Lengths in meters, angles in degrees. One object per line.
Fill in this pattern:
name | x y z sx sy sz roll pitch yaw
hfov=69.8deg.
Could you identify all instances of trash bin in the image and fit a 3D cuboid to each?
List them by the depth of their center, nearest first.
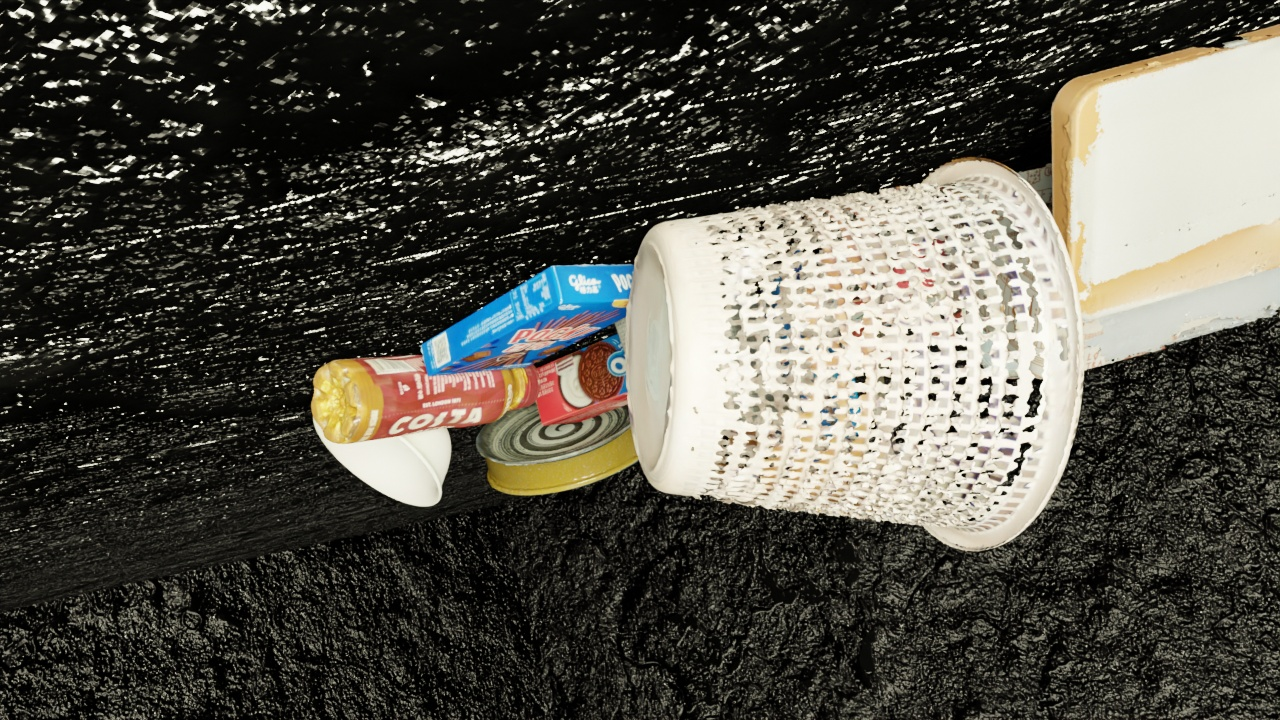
trash bin | 0.097 -0.002 0.523 0.192 0.227 0.228 -1 168 -11

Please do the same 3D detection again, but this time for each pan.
pan | -0.043 0.072 1.066 0.198 0.078 0.356 -7 -162 23

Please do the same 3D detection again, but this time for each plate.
plate | -0.075 0.066 0.923 0.179 0.024 0.179 -14 -159 5

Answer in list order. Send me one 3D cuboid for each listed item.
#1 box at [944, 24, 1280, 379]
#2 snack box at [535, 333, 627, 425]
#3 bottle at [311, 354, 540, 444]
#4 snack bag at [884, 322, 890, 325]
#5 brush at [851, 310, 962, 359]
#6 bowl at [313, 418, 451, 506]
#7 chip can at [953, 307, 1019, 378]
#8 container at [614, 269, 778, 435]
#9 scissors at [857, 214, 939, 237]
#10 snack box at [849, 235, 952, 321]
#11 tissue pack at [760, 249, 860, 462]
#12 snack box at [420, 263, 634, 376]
box | 0.292 -0.109 0.544 0.183 0.193 0.156 -14 -147 -7
snack box | -0.005 0.005 0.816 0.208 0.057 0.058 -21 167 36
bottle | -0.150 0.023 0.676 0.058 0.057 0.174 -23 169 40
snack bag | 0.266 -0.052 1.025 0.048 0.026 0.104 -6 175 22
brush | 0.248 -0.049 0.824 0.146 0.069 0.063 -24 172 1
bowl | -0.192 0.054 0.733 0.119 0.118 0.064 -26 -155 52
chip can | 0.356 -0.039 0.924 0.071 0.071 0.214 -18 -173 16
container | 0.044 -0.002 0.665 0.090 0.114 0.090 -19 171 25
scissors | 0.233 -0.098 0.721 0.159 0.014 0.170 -15 170 0
snack box | 0.205 -0.063 0.729 0.127 0.044 0.113 -9 171 -6
tissue pack | 0.126 0.000 0.694 0.052 0.157 0.095 -7 167 -6
snack box | -0.070 -0.025 0.613 0.084 0.026 0.158 -6 167 -44
